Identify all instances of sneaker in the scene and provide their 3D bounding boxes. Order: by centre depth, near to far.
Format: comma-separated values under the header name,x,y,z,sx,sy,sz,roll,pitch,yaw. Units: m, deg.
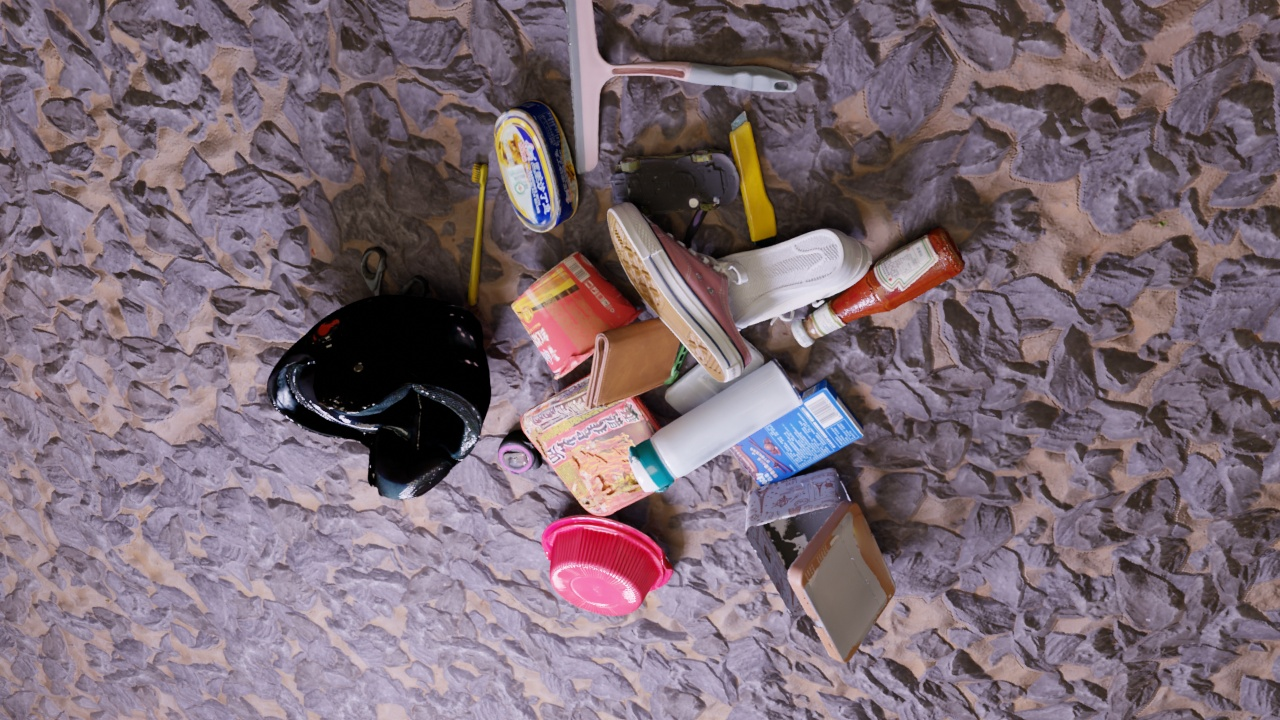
name,x,y,z,sx,sy,sz,roll,pitch,yaw
sneaker,0.056,-0.091,1.050,0.087,0.118,0.241,-36,83,-15
sneaker,0.158,-0.091,1.075,0.243,0.090,0.089,-20,77,41

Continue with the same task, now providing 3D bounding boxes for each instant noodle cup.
name,x,y,z,sx,sy,sz,roll,pitch,yaw
instant noodle cup,-0.082,-0.060,1.121,0.138,0.137,0.108,-36,94,27
instant noodle cup,-0.045,0.102,1.215,0.165,0.078,0.189,-28,106,25
instant noodle cup,-0.055,0.299,1.292,0.194,0.065,0.194,10,137,9

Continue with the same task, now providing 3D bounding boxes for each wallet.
name,x,y,z,sx,sy,sz,roll,pitch,yaw
wallet,-0.006,0.006,1.092,0.035,0.130,0.119,39,129,31

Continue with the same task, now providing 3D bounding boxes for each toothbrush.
name,x,y,z,sx,sy,sz,roll,pitch,yaw
toothbrush,0.072,-0.175,1.087,0.014,0.016,0.189,24,117,-11
toothbrush,-0.210,-0.158,1.164,0.016,0.015,0.190,16,119,11

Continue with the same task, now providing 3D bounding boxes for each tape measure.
name,x,y,z,sx,sy,sz,roll,pitch,yaw
tape measure,-0.170,0.129,1.283,0.058,0.039,0.057,-3,115,16

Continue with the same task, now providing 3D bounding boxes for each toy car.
name,x,y,z,sx,sy,sz,roll,pitch,yaw
toy car,0.040,-0.205,1.059,0.158,0.042,0.070,0,117,22
toy car,0.037,-0.008,1.165,0.043,0.036,0.091,23,123,1

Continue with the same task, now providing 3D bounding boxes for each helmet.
name,x,y,z,sx,sy,sz,roll,pitch,yaw
helmet,-0.321,0.028,1.167,0.275,0.229,0.234,8,143,12

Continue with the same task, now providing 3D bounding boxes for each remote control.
name,x,y,z,sx,sy,sz,roll,pitch,yaw
remote control,0.093,0.022,1.171,0.056,0.020,0.136,39,119,-18

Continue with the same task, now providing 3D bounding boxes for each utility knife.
name,x,y,z,sx,sy,sz,roll,pitch,yaw
utility knife,0.130,-0.203,1.053,0.033,0.015,0.165,-16,113,-1

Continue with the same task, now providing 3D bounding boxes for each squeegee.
name,x,y,z,sx,sy,sz,roll,pitch,yaw
squeegee,0.047,-0.313,1.008,0.250,0.040,0.248,5,133,6

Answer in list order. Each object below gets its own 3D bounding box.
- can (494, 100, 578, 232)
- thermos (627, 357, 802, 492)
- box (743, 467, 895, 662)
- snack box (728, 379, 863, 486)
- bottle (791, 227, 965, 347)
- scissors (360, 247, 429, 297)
name,x,y,z,sx,sy,sz,roll,pitch,yaw
can,-0.123,-0.227,1.081,0.075,0.049,0.148,-3,114,26
thermos,0.089,0.086,1.133,0.224,0.073,0.073,-32,106,3
box,0.231,0.267,1.155,0.154,0.180,0.182,-19,118,21
snack box,0.197,0.097,1.180,0.157,0.026,0.084,-34,105,26
bottle,0.268,-0.077,1.056,0.207,0.059,0.060,-32,105,26
scissors,-0.353,-0.076,1.246,0.160,0.014,0.175,-3,117,19
